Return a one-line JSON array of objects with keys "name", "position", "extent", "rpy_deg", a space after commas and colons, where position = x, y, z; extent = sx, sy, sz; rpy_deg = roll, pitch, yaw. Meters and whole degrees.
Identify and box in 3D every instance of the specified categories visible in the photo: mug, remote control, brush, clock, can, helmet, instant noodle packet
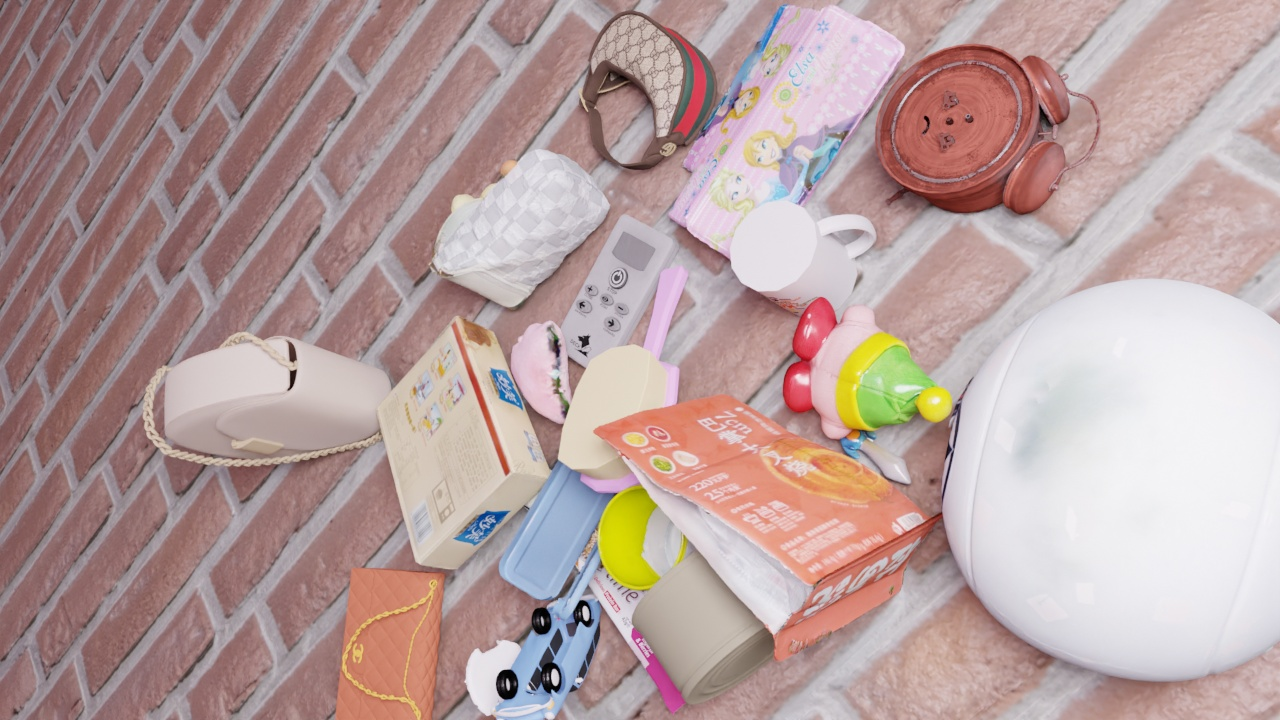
[{"name": "mug", "position": [0.027, 0.149, 0.761], "extent": [0.083, 0.106, 0.082], "rpy_deg": [-9, 74, 32]}, {"name": "remote control", "position": [-0.026, -0.064, 0.900], "extent": [0.074, 0.019, 0.151], "rpy_deg": [33, 98, 34]}, {"name": "mug", "position": [0.140, -0.088, 0.752], "extent": [0.105, 0.089, 0.073], "rpy_deg": [-27, 65, 26]}, {"name": "brush", "position": [-0.005, 0.005, 0.811], "extent": [0.089, 0.043, 0.228], "rpy_deg": [-8, 55, 41]}, {"name": "clock", "position": [0.263, -0.172, 0.701], "extent": [0.158, 0.072, 0.120], "rpy_deg": [3, 80, 35]}, {"name": "can", "position": [0.066, 0.198, 0.712], "extent": [0.128, 0.127, 0.073], "rpy_deg": [-47, 60, 16]}, {"name": "helmet", "position": [0.301, 0.062, 0.567], "extent": [0.237, 0.163, 0.264], "rpy_deg": [18, 88, 34]}, {"name": "instant noodle packet", "position": [0.088, 0.095, 0.691], "extent": [0.221, 0.164, 0.084], "rpy_deg": [41, 126, 33]}]

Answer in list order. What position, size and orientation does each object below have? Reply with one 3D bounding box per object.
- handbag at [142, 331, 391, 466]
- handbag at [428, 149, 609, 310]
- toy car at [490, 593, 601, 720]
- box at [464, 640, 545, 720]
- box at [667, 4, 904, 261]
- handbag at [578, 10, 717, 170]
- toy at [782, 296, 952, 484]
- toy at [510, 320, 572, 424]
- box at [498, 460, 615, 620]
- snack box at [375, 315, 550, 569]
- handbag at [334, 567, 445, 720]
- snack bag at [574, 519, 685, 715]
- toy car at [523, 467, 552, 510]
[{"name": "handbag", "position": [-0.401, 0.042, 1.008], "extent": [0.209, 0.210, 0.103], "rpy_deg": [-18, 68, 21]}, {"name": "handbag", "position": [-0.122, -0.144, 0.931], "extent": [0.172, 0.112, 0.123], "rpy_deg": [-40, 53, 20]}, {"name": "toy car", "position": [-0.075, 0.260, 0.792], "extent": [0.056, 0.153, 0.055], "rpy_deg": [-16, 107, 21]}, {"name": "box", "position": [-0.087, 0.326, 0.800], "extent": [0.137, 0.083, 0.144], "rpy_deg": [7, 109, 36]}, {"name": "box", "position": [0.109, -0.210, 0.820], "extent": [0.159, 0.066, 0.231], "rpy_deg": [40, 101, 34]}, {"name": "handbag", "position": [-0.005, -0.265, 0.913], "extent": [0.139, 0.063, 0.166], "rpy_deg": [-54, 54, 21]}, {"name": "toy", "position": [0.173, 0.024, 0.707], "extent": [0.131, 0.096, 0.124], "rpy_deg": [19, 102, 22]}, {"name": "toy", "position": [-0.100, 0.010, 0.910], "extent": [0.093, 0.050, 0.102], "rpy_deg": [10, 110, 59]}, {"name": "box", "position": [-0.039, 0.125, 0.823], "extent": [0.121, 0.049, 0.209], "rpy_deg": [17, 74, 48]}, {"name": "snack box", "position": [-0.186, 0.081, 0.930], "extent": [0.154, 0.055, 0.207], "rpy_deg": [-45, 50, 21]}, {"name": "handbag", "position": [-0.258, 0.304, 0.946], "extent": [0.109, 0.060, 0.171], "rpy_deg": [-4, 77, 29]}, {"name": "snack bag", "position": [-0.002, 0.208, 0.814], "extent": [0.070, 0.016, 0.196], "rpy_deg": [-41, 59, 1]}, {"name": "toy car", "position": [-0.101, 0.127, 0.898], "extent": [0.105, 0.033, 0.048], "rpy_deg": [26, 95, 36]}]
